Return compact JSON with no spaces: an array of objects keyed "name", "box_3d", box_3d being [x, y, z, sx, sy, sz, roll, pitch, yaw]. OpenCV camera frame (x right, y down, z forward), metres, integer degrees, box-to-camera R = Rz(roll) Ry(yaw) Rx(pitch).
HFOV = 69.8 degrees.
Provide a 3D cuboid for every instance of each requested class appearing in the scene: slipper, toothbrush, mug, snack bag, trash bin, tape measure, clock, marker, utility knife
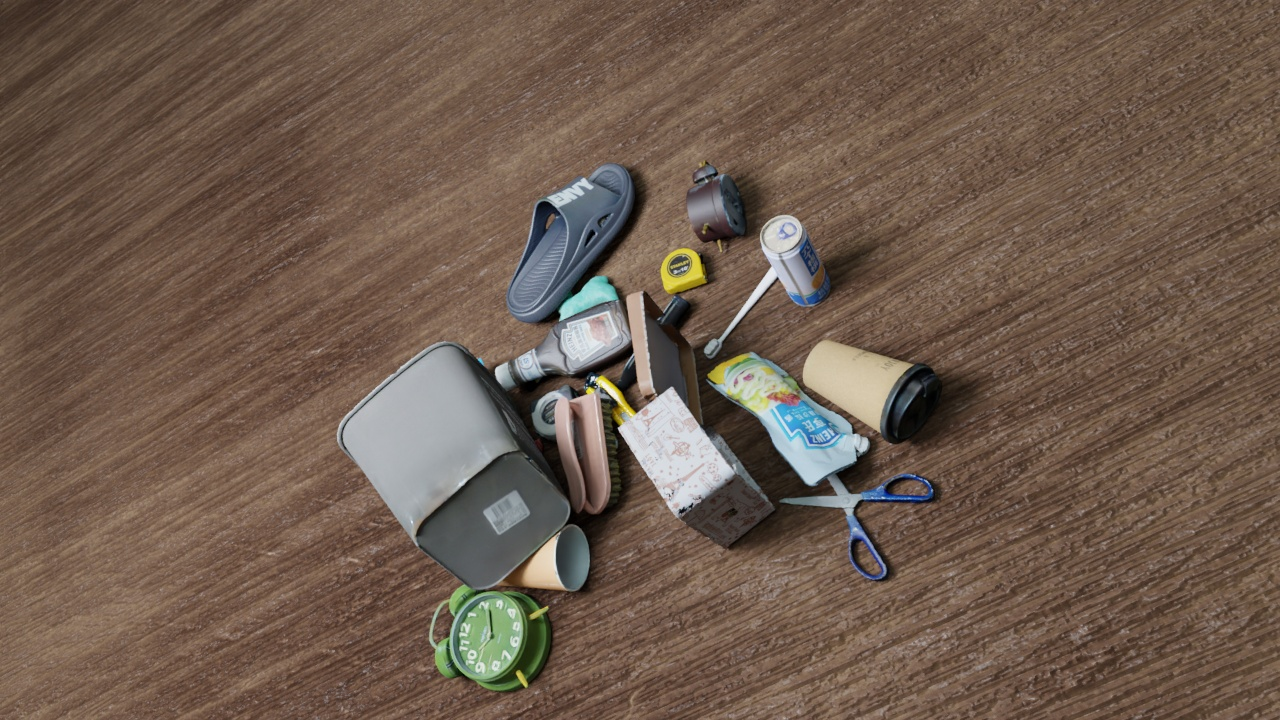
[{"name":"slipper","box_3d":[-0.106,-0.177,1.271,0.111,0.083,0.267,25,76,41]},{"name":"toothbrush","box_3d":[0.139,-0.076,1.159,0.016,0.016,0.180,37,86,31]},{"name":"mug","box_3d":[-0.133,0.240,1.110,0.123,0.078,0.078,-8,64,27]},{"name":"snack bag","box_3d":[0.168,0.062,1.045,0.191,0.110,0.039,43,129,35]},{"name":"trash bin","box_3d":[-0.211,0.128,1.089,0.198,0.199,0.220,-42,42,-6]},{"name":"tape measure","box_3d":[-0.107,0.073,1.197,0.066,0.033,0.066,-25,56,15]},{"name":"clock","box_3d":[-0.185,0.330,1.101,0.161,0.056,0.116,3,68,27]},{"name":"clock","box_3d":[0.099,-0.208,1.202,0.055,0.082,0.121,-15,64,26]},{"name":"toothbrush","box_3d":[-0.007,0.007,1.186,0.027,0.026,0.212,36,89,41]},{"name":"marker","box_3d":[-0.113,-0.005,1.249,0.124,0.015,0.018,-47,66,2]},{"name":"tape measure","box_3d":[0.057,-0.117,1.210,0.060,0.029,0.057,-18,61,17]},{"name":"utility knife","box_3d":[-0.018,0.069,1.152,0.154,0.015,0.033,44,97,23]}]

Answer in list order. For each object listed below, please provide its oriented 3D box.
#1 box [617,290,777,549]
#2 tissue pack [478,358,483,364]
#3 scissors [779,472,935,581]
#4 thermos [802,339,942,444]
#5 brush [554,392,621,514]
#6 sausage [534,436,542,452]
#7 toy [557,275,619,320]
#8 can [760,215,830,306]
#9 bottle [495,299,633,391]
[{"name":"box","box_3d":[0.047,0.068,1.041,0.107,0.178,0.271,-27,59,11]},{"name":"tissue pack","box_3d":[-0.248,0.072,1.246,0.140,0.063,0.090,-42,56,3]},{"name":"scissors","box_3d":[0.238,0.162,1.005,0.176,0.012,0.162,-14,61,21]},{"name":"thermos","box_3d":[0.255,0.029,1.017,0.143,0.093,0.093,29,82,40]},{"name":"brush","box_3d":[-0.067,0.116,1.123,0.063,0.073,0.145,-19,72,39]},{"name":"sausage","box_3d":[-0.157,0.171,1.185,0.020,0.020,0.155,13,73,29]},{"name":"toy","box_3d":[-0.080,-0.086,1.261,0.092,0.030,0.096,-34,50,5]},{"name":"can","box_3d":[0.184,-0.116,1.086,0.053,0.134,0.053,-11,62,21]},{"name":"bottle","box_3d":[-0.099,-0.012,1.216,0.195,0.044,0.079,-23,73,10]}]
